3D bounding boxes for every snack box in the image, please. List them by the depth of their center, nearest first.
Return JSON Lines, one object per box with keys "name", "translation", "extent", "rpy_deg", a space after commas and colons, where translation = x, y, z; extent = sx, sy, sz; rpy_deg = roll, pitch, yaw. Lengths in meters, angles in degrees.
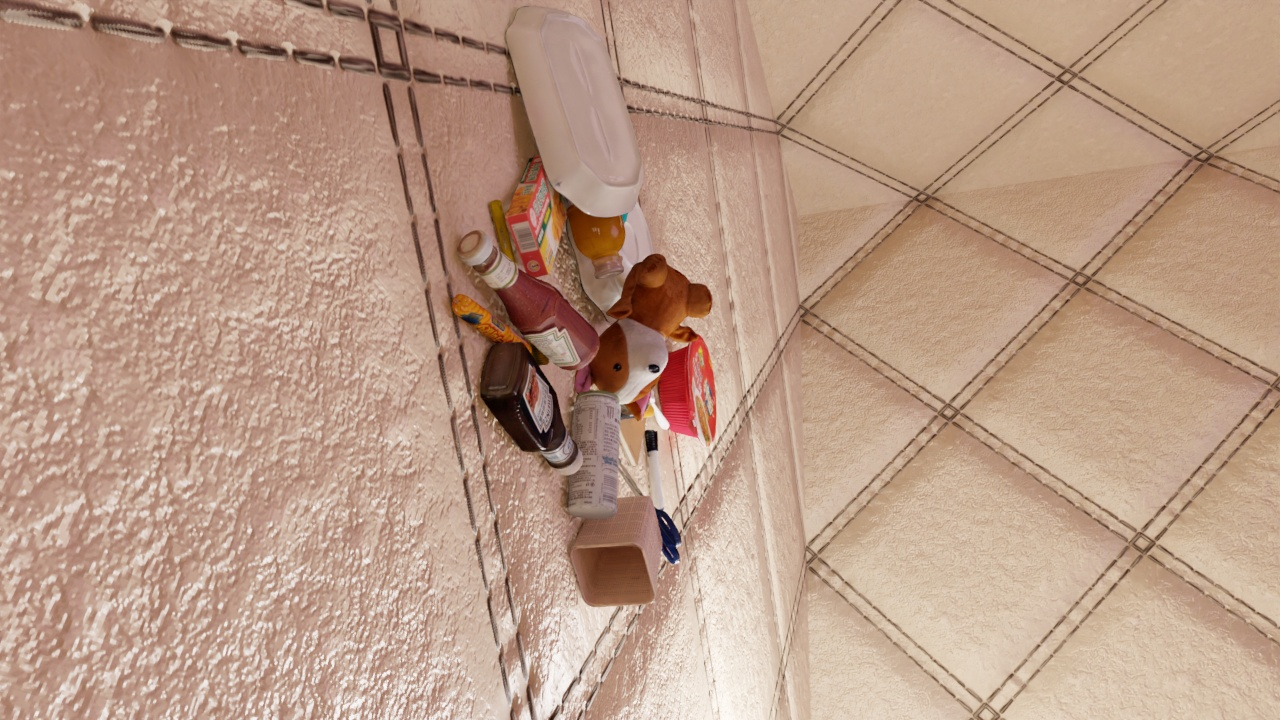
{"name": "snack box", "translation": [-0.114, -0.163, 1.023], "extent": [0.155, 0.027, 0.077], "rpy_deg": [-84, 160, -55]}

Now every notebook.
{"name": "notebook", "translation": [-0.015, 0.029, 1.342], "extent": [0.210, 0.012, 0.149], "rpy_deg": [-77, 153, -48]}

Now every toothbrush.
{"name": "toothbrush", "translation": [-0.129, -0.080, 0.985], "extent": [0.015, 0.017, 0.190], "rpy_deg": [-61, 142, -61]}
{"name": "toothbrush", "translation": [0.026, 0.078, 1.417], "extent": [0.180, 0.016, 0.016], "rpy_deg": [64, 24, -68]}

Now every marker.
{"name": "marker", "translation": [-0.008, 0.074, 1.304], "extent": [0.123, 0.015, 0.018], "rpy_deg": [1, 80, -69]}
{"name": "marker", "translation": [0.023, 0.170, 1.399], "extent": [0.018, 0.023, 0.130], "rpy_deg": [-8, 91, -80]}

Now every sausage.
{"name": "sausage", "translation": [-0.145, -0.031, 0.906], "extent": [0.165, 0.021, 0.021], "rpy_deg": [44, 43, -65]}

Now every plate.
{"name": "plate", "translation": [-0.066, -0.298, 1.074], "extent": [0.161, 0.034, 0.265], "rpy_deg": [-11, 83, -47]}
{"name": "plate", "translation": [-0.033, -0.154, 1.242], "extent": [0.205, 0.046, 0.204], "rpy_deg": [41, 43, -55]}

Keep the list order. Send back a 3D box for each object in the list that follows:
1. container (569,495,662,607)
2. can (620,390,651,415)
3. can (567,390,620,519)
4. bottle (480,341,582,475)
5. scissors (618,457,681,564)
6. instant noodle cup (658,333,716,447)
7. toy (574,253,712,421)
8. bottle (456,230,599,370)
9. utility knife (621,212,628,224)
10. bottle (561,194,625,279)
{"name": "container", "translation": [-0.023, 0.226, 1.111], "extent": [0.110, 0.090, 0.090], "rpy_deg": [-69, 149, -61]}
{"name": "can", "translation": [-0.007, 0.007, 1.266], "extent": [0.053, 0.053, 0.132], "rpy_deg": [66, 24, -45]}
{"name": "can", "translation": [-0.054, 0.113, 1.094], "extent": [0.058, 0.058, 0.146], "rpy_deg": [53, 34, -60]}
{"name": "bottle", "translation": [-0.108, 0.061, 0.962], "extent": [0.195, 0.044, 0.079], "rpy_deg": [64, 27, -51]}
{"name": "scissors", "translation": [0.008, 0.197, 1.202], "extent": [0.174, 0.012, 0.125], "rpy_deg": [27, -47, 61]}
{"name": "instant noodle cup", "translation": [0.078, 0.053, 1.548], "extent": [0.193, 0.066, 0.194], "rpy_deg": [-6, 89, -75]}
{"name": "toy", "translation": [0.005, -0.026, 1.153], "extent": [0.140, 0.199, 0.130], "rpy_deg": [30, 4, -29]}
{"name": "bottle", "translation": [-0.114, -0.061, 0.938], "extent": [0.206, 0.060, 0.059], "rpy_deg": [47, 39, -48]}
{"name": "utility knife", "translation": [-0.018, -0.219, 1.232], "extent": [0.150, 0.013, 0.029], "rpy_deg": [-74, 148, -52]}
{"name": "bottle", "translation": [-0.060, -0.195, 1.121], "extent": [0.068, 0.068, 0.189], "rpy_deg": [1, 74, -73]}
